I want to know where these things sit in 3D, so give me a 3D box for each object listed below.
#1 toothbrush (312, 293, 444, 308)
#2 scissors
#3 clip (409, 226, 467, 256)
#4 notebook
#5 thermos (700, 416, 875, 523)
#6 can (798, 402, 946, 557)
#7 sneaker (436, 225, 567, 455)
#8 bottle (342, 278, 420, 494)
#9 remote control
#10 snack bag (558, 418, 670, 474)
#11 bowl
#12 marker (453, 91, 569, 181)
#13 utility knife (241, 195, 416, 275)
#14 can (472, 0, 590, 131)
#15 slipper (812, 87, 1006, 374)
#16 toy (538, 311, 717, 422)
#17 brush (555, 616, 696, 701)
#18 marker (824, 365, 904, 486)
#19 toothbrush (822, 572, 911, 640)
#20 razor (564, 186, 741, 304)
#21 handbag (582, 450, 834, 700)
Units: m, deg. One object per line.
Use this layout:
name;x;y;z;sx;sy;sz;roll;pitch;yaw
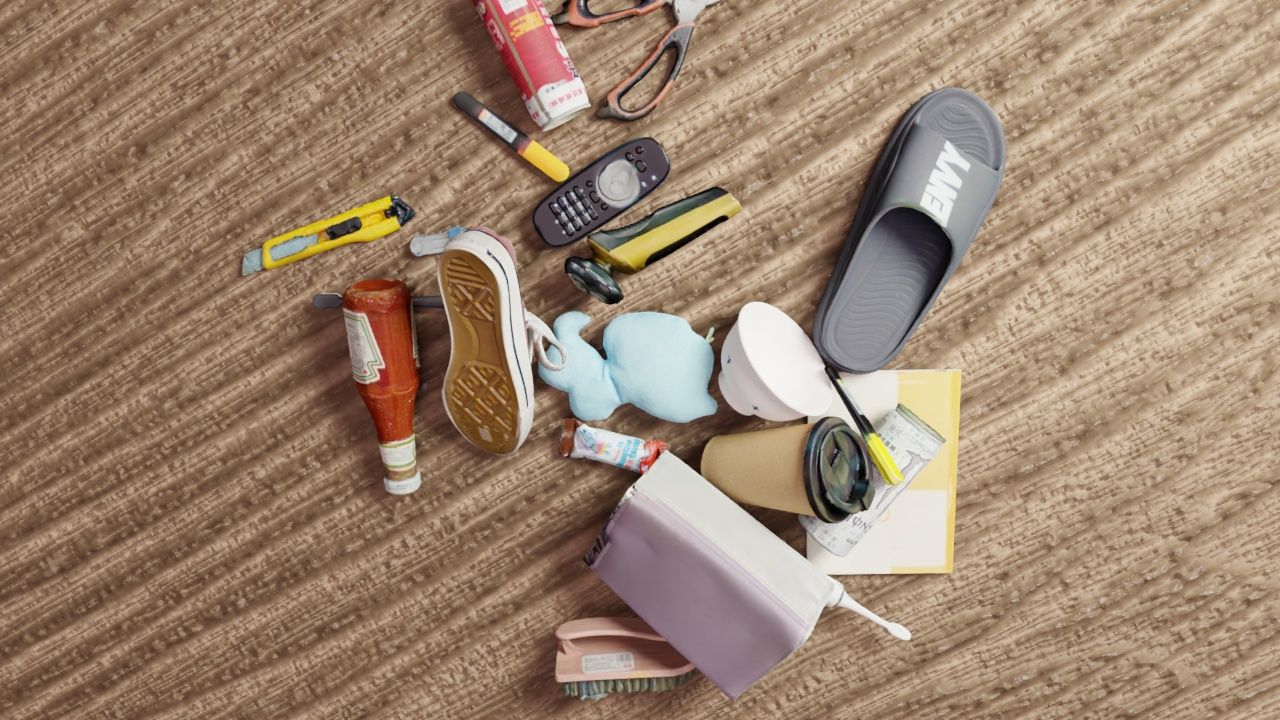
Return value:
toothbrush;-0.215;-0.056;0.864;0.181;0.018;0.016;1;104;-1
scissors;0.026;-0.305;0.803;0.224;0.015;0.189;3;102;2
clip;-0.187;-0.109;0.851;0.058;0.044;0.027;-7;103;8
notebook;0.232;0.110;0.887;0.146;0.010;0.206;-1;102;3
thermos;0.130;0.098;0.825;0.144;0.092;0.093;-5;104;40
can;0.213;0.111;0.852;0.058;0.058;0.147;38;101;-6
sneaker;-0.126;-0.020;0.822;0.118;0.087;0.241;16;131;18
bottle;-0.233;0.028;0.855;0.060;0.059;0.206;-1;111;2
remote control;-0.036;-0.152;0.833;0.136;0.024;0.053;-32;99;7
snack bag;-0.026;0.085;0.881;0.105;0.026;0.045;15;120;-1
bowl;0.110;0.013;0.832;0.118;0.118;0.065;47;125;-8
marker;-0.116;-0.203;0.831;0.124;0.015;0.018;36;99;-3
utility knife;-0.294;-0.114;0.853;0.177;0.015;0.033;-19;98;6
can;-0.095;-0.270;0.795;0.053;0.053;0.133;-26;100;7
slipper;0.243;-0.105;0.805;0.110;0.083;0.268;24;100;-5
toy;-0.005;0.005;0.853;0.156;0.049;0.161;-39;93;18
brush;-0.010;0.288;0.905;0.145;0.063;0.073;-3;112;2
marker;0.198;0.057;0.823;0.015;0.018;0.124;-38;68;26
toothbrush;0.165;0.214;0.892;0.221;0.026;0.026;30;79;1
razor;0.013;-0.106;0.829;0.167;0.062;0.067;-27;78;1
handbag;0.057;0.198;0.843;0.197;0.098;0.145;39;126;8
